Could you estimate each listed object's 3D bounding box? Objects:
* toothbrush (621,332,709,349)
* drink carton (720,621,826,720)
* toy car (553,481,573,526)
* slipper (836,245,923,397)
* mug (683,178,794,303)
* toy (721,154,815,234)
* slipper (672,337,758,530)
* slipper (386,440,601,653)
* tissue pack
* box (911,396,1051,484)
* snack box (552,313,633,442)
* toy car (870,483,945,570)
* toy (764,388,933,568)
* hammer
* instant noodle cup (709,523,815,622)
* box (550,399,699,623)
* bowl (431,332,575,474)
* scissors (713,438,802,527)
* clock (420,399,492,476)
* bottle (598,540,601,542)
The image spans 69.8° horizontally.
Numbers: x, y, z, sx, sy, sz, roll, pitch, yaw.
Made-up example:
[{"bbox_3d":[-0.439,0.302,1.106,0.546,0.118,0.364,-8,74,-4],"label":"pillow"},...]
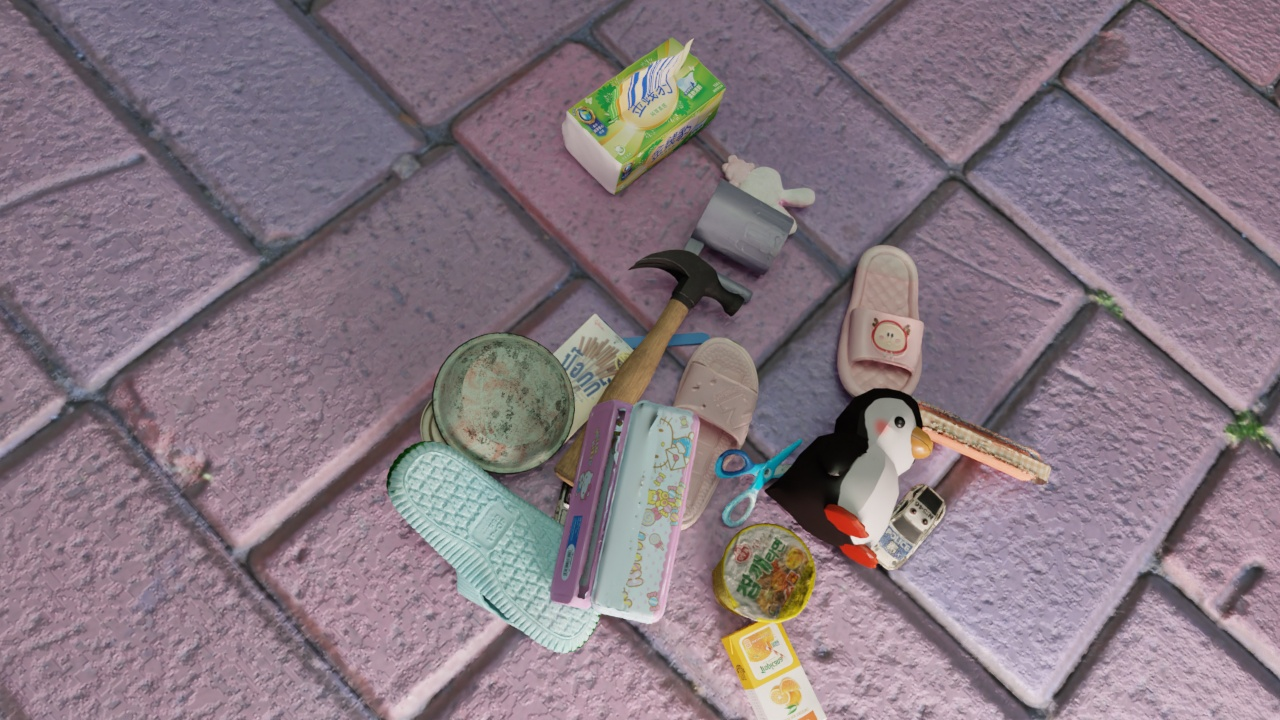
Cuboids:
[{"bbox_3d":[0.003,-0.020,1.101,0.166,0.014,0.016,-4,71,-15],"label":"toothbrush"},{"bbox_3d":[0.141,0.339,0.972,0.058,0.040,0.122,-21,74,-16],"label":"drink carton"},{"bbox_3d":[-0.068,0.148,1.010,0.040,0.037,0.092,15,68,-4],"label":"toy car"},{"bbox_3d":[0.305,-0.046,1.134,0.107,0.056,0.221,14,67,-6],"label":"slipper"},{"bbox_3d":[0.116,-0.146,1.135,0.104,0.084,0.124,28,92,0],"label":"mug"},{"bbox_3d":[0.158,-0.217,1.183,0.125,0.037,0.075,33,72,4],"label":"toy"},{"bbox_3d":[0.074,0.078,1.046,0.094,0.064,0.238,24,69,0],"label":"slipper"},{"bbox_3d":[-0.152,0.193,0.963,0.276,0.070,0.115,43,64,-8],"label":"slipper"},{"bbox_3d":[0.008,-0.323,1.141,0.120,0.142,0.197,40,69,7],"label":"tissue pack"},{"bbox_3d":[0.401,0.095,1.099,0.187,0.055,0.076,23,35,-2],"label":"box"},{"bbox_3d":[-0.075,0.025,1.049,0.082,0.026,0.149,45,73,-2],"label":"snack box"},{"bbox_3d":[0.308,0.190,1.055,0.048,0.041,0.112,43,70,9],"label":"toy car"},{"bbox_3d":[0.240,0.109,1.027,0.140,0.159,0.183,22,65,38],"label":"toy"},{"bbox_3d":[-0.006,0.006,1.038,0.132,0.040,0.304,37,69,-10],"label":"hammer"},{"bbox_3d":[0.120,0.232,0.971,0.102,0.108,0.102,3,69,-9],"label":"instant noodle cup"},{"bbox_3d":[-0.021,0.144,0.918,0.140,0.062,0.214,2,71,31],"label":"box"},{"bbox_3d":[-0.141,0.041,0.985,0.157,0.039,0.157,5,75,-19],"label":"bowl"},{"bbox_3d":[0.135,0.119,1.039,0.140,0.013,0.113,-37,120,-17],"label":"scissors"},{"bbox_3d":[-0.196,0.059,1.014,0.093,0.055,0.140,4,75,-15],"label":"clock"},{"bbox_3d":[-0.020,0.157,0.995,0.063,0.063,0.109,20,91,-2],"label":"bottle"}]
